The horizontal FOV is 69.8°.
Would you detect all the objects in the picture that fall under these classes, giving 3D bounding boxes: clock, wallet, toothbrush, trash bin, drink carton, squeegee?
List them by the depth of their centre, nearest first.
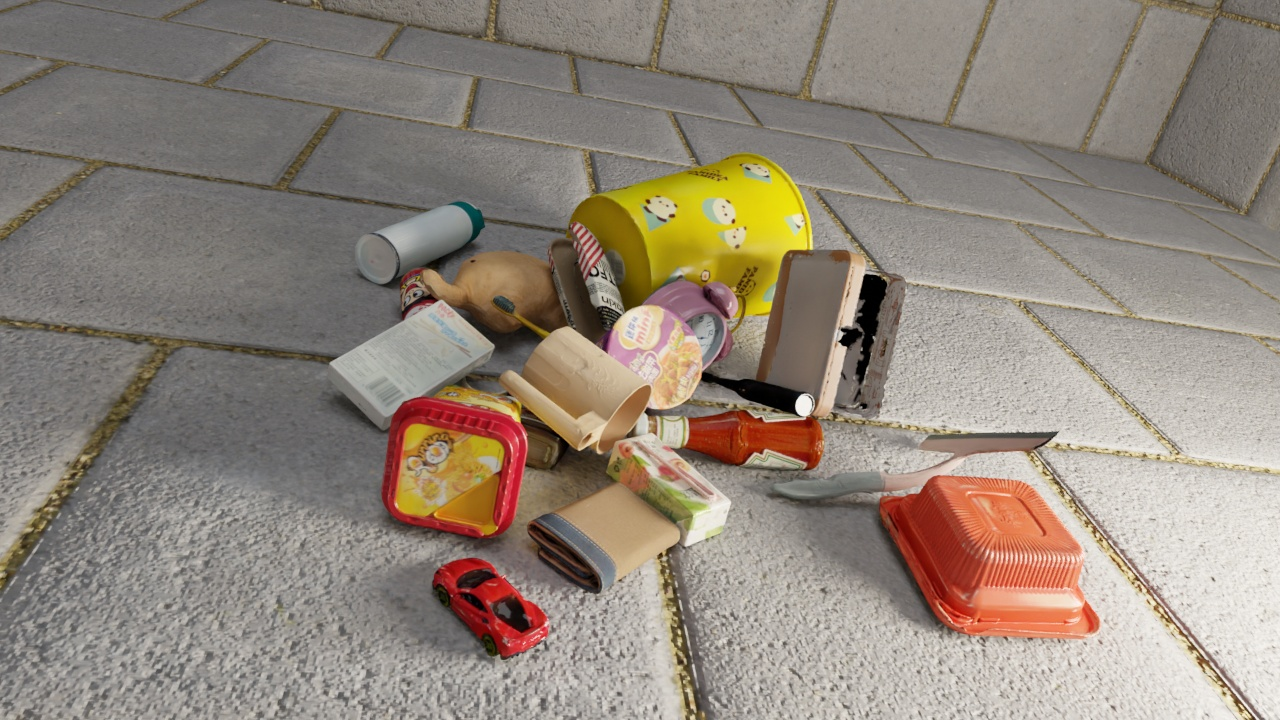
[{"bbox_3d":[-0.031,0.152,0.807,0.090,0.033,0.115,32,32,28],"label":"wallet"},{"bbox_3d":[0.026,0.119,0.876,0.053,0.046,0.122,-10,36,-39],"label":"drink carton"},{"bbox_3d":[0.253,0.118,0.952,0.249,0.040,0.248,-11,-3,-10],"label":"squeegee"},{"bbox_3d":[0.124,0.033,1.032,0.027,0.026,0.213,9,3,-25],"label":"toothbrush"},{"bbox_3d":[-0.090,-0.020,1.057,0.191,0.018,0.016,33,53,-4],"label":"toothbrush"},{"bbox_3d":[0.063,-0.038,1.103,0.158,0.117,0.060,-23,47,-28],"label":"clock"},{"bbox_3d":[0.055,-0.145,1.212,0.254,0.230,0.229,-17,39,-35],"label":"trash bin"}]

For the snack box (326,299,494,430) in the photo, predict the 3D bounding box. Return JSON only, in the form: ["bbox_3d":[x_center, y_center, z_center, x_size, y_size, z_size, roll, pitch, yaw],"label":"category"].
[{"bbox_3d":[-0.235,0.001,0.951,0.085,0.027,0.156,41,45,12],"label":"snack box"}]

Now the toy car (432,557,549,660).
[{"bbox_3d":[-0.117,0.186,0.708,0.049,0.031,0.106,-15,36,-44],"label":"toy car"}]

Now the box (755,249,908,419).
[{"bbox_3d":[0.221,-0.029,1.032,0.156,0.183,0.192,10,6,-6],"label":"box"}]

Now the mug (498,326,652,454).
[{"bbox_3d":[-0.064,0.032,0.878,0.103,0.084,0.124,37,29,17],"label":"mug"}]

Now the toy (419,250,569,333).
[{"bbox_3d":[-0.163,-0.084,1.118,0.225,0.083,0.143,8,30,-25],"label":"toy"}]

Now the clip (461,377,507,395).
[{"bbox_3d":[-0.161,0.048,0.949,0.061,0.034,0.097,9,19,-5],"label":"clip"}]

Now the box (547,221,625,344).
[{"bbox_3d":[-0.066,-0.082,1.095,0.074,0.081,0.163,22,40,-54],"label":"box"}]

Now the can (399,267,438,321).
[{"bbox_3d":[-0.254,-0.059,1.082,0.053,0.053,0.132,3,29,-19],"label":"can"}]

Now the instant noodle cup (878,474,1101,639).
[{"bbox_3d":[0.332,0.175,0.869,0.164,0.079,0.188,4,31,-13],"label":"instant noodle cup"}]

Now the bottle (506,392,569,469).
[{"bbox_3d":[-0.100,0.043,0.970,0.080,0.044,0.194,18,26,-1],"label":"bottle"}]

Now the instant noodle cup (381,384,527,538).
[{"bbox_3d":[-0.157,0.080,0.814,0.116,0.116,0.123,11,16,-2],"label":"instant noodle cup"}]

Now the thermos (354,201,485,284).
[{"bbox_3d":[-0.296,-0.168,1.259,0.073,0.073,0.223,21,28,15],"label":"thermos"}]

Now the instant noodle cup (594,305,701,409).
[{"bbox_3d":[-0.006,0.006,0.994,0.111,0.111,0.099,-4,-10,-29],"label":"instant noodle cup"}]

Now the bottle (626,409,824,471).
[{"bbox_3d":[0.089,0.079,0.962,0.206,0.060,0.059,6,28,-13],"label":"bottle"}]
